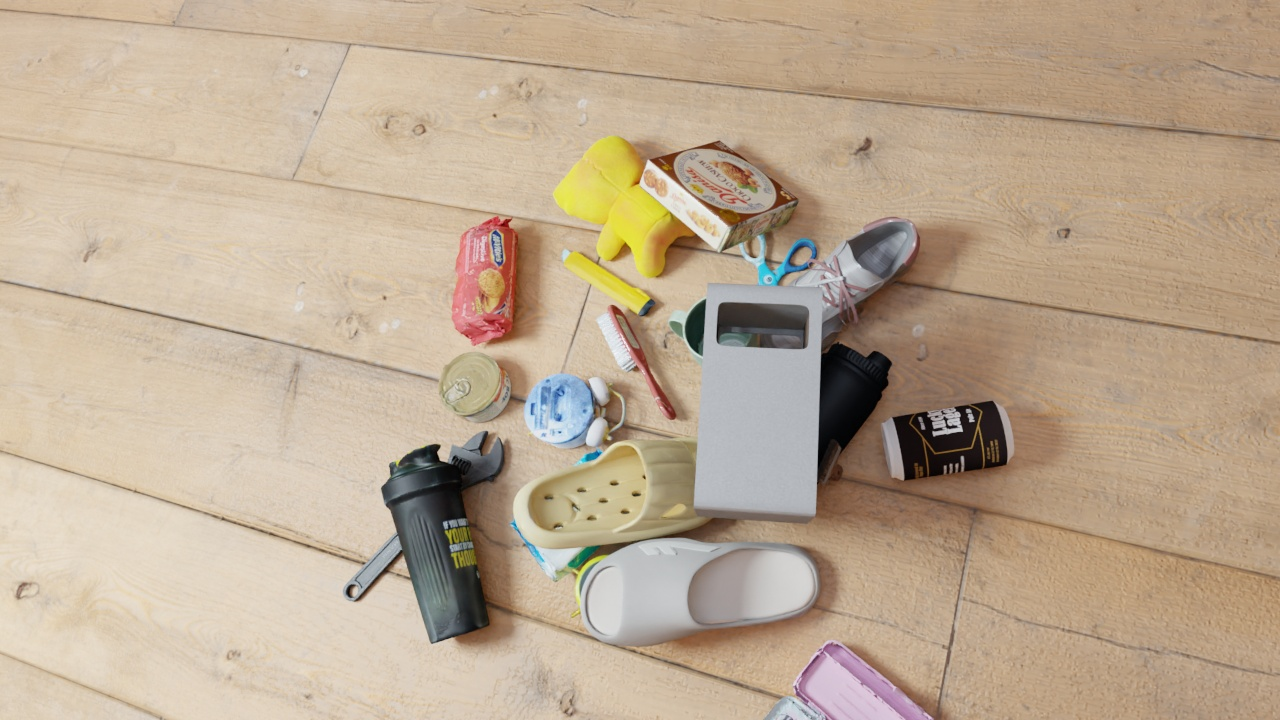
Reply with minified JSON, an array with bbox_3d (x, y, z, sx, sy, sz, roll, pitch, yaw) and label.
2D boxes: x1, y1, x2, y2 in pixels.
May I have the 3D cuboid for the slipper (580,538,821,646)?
[{"bbox_3d":[0.069,0.243,0.978,0.266,0.081,0.112,-2,76,-6],"label":"slipper"}]

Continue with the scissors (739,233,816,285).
[{"bbox_3d":[0.173,-0.105,1.149,0.118,0.013,0.139,-4,70,8],"label":"scissors"}]

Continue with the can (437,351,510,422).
[{"bbox_3d":[-0.212,0.035,1.176,0.086,0.043,0.086,-5,69,12],"label":"can"}]

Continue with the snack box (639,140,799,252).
[{"bbox_3d":[0.098,-0.209,1.144,0.146,0.041,0.143,-26,60,-41],"label":"snack box"}]

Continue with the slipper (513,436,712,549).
[{"bbox_3d":[-0.009,0.142,1.014,0.261,0.079,0.111,-11,65,-21],"label":"slipper"}]

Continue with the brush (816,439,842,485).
[{"bbox_3d":[0.208,0.115,0.988,0.008,0.143,0.045,23,86,21],"label":"brush"}]

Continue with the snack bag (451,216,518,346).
[{"bbox_3d":[-0.205,-0.107,1.207,0.082,0.082,0.176,-5,69,12],"label":"snack bag"}]

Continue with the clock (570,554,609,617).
[{"bbox_3d":[-0.020,0.260,1.041,0.119,0.057,0.083,-4,69,5],"label":"clock"}]

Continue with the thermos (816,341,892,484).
[{"bbox_3d":[0.203,0.064,1.039,0.086,0.086,0.198,36,82,22],"label":"thermos"}]

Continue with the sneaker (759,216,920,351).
[{"bbox_3d":[0.234,-0.090,1.081,0.236,0.089,0.099,-42,73,-3],"label":"sneaker"}]

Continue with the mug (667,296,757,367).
[{"bbox_3d":[0.086,-0.027,1.091,0.111,0.104,0.084,22,77,19],"label":"mug"}]

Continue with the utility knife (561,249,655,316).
[{"bbox_3d":[-0.046,-0.105,1.200,0.159,0.017,0.030,35,77,21],"label":"utility knife"}]

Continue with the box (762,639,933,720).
[{"bbox_3d":[0.230,0.406,0.939,0.201,0.037,0.152,38,86,22],"label":"box"}]

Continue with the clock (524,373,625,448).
[{"bbox_3d":[-0.080,0.064,1.128,0.125,0.052,0.088,-2,70,13],"label":"clock"}]

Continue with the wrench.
[{"bbox_3d":[-0.272,0.196,1.148,0.073,0.018,0.273,41,86,22],"label":"wrench"}]

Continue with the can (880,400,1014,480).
[{"bbox_3d":[0.335,0.088,1.006,0.129,0.072,0.071,-10,69,10],"label":"can"}]

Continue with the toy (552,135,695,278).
[{"bbox_3d":[-0.023,-0.203,1.192,0.134,0.087,0.194,-44,67,0],"label":"toy"}]

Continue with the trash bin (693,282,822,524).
[{"bbox_3d":[0.121,0.046,0.947,0.114,0.114,0.228,3,77,7],"label":"trash bin"}]

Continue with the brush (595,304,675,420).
[{"bbox_3d":[-0.007,0.007,1.142,0.030,0.041,0.172,-36,68,18],"label":"brush"}]

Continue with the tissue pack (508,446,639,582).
[{"bbox_3d":[-0.072,0.180,1.079,0.144,0.062,0.093,-41,70,-1],"label":"tissue pack"}]

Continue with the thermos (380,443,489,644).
[{"bbox_3d":[-0.242,0.216,1.085,0.098,0.098,0.220,-19,79,7],"label":"thermos"}]
